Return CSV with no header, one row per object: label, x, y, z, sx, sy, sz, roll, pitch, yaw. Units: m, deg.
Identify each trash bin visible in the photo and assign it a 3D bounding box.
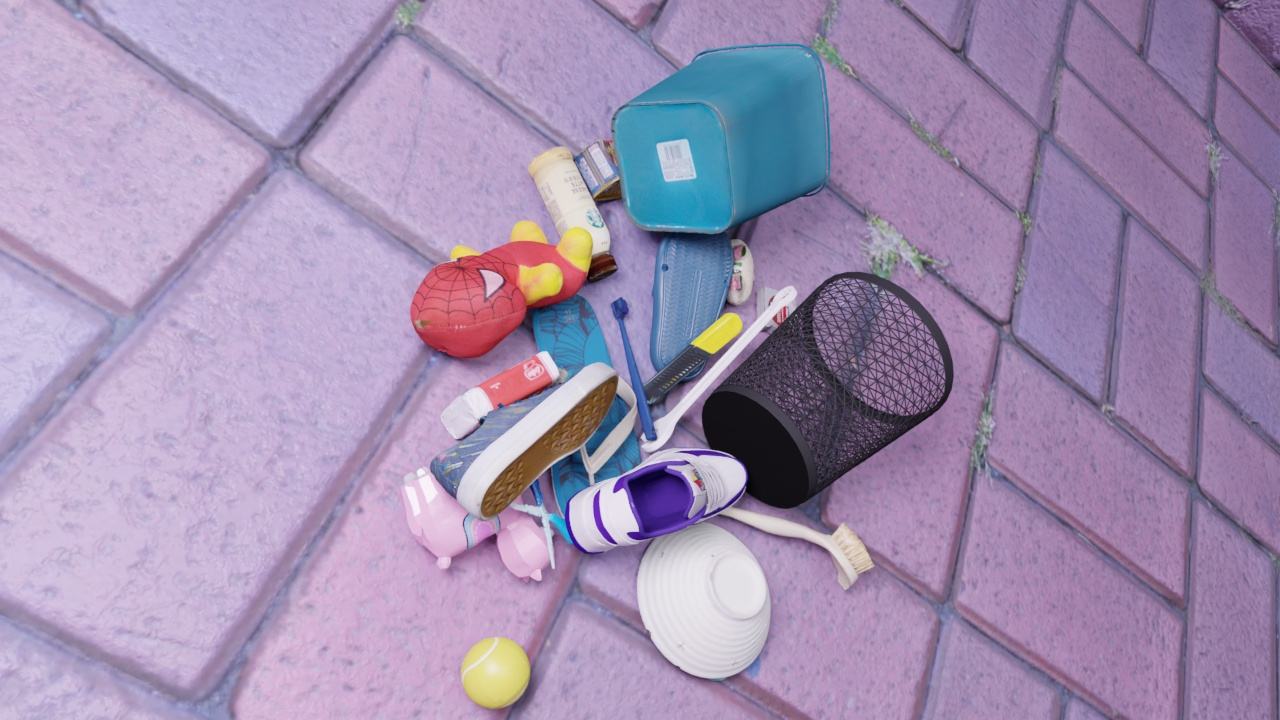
trash bin,0.216,0.044,1.116,0.242,0.217,0.217,-35,91,-30
trash bin,0.093,-0.261,1.108,0.217,0.199,0.197,-38,126,-46

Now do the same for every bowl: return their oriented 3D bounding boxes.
bowl,0.089,0.256,1.017,0.177,0.071,0.177,14,58,-24

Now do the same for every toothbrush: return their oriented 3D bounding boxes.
toothbrush,-0.006,0.006,1.075,0.016,0.017,0.189,8,55,-36

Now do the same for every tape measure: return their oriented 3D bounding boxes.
tape measure,0.184,-0.063,1.242,0.062,0.020,0.060,14,65,-27

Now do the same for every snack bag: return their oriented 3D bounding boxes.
snack bag,-0.146,0.036,0.964,0.115,0.077,0.036,-30,87,-36

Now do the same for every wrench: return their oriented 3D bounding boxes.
wrench,0.095,0.007,1.092,0.273,0.047,0.009,-46,110,-13

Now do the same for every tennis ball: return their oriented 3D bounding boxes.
tennis ball,-0.138,0.297,0.875,0.065,0.065,0.065,12,66,-28

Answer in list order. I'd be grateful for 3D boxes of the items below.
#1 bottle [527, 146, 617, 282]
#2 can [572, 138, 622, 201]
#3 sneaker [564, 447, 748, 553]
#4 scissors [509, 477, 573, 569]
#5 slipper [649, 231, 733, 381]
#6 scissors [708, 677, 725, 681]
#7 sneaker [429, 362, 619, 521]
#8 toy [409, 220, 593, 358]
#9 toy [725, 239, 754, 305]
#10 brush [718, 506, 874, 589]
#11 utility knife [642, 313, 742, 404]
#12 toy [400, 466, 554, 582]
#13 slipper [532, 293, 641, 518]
bottle,-0.078,-0.173,1.101,0.056,0.057,0.162,-22,84,-36
can,-0.034,-0.239,1.144,0.099,0.054,0.059,-23,83,-57
sneaker,0.043,0.136,0.976,0.243,0.111,0.091,-14,81,-40
scissors,-0.099,0.151,0.933,0.127,0.014,0.133,25,43,-58
slipper,0.053,-0.078,1.146,0.103,0.059,0.213,17,78,-24
scissors,0.071,0.304,1.035,0.125,0.011,0.127,11,64,-28
sneaker,-0.109,0.061,0.902,0.079,0.088,0.234,28,41,21
toy,-0.151,-0.076,0.982,0.215,0.148,0.099,-38,122,-38
toy,0.128,-0.115,1.204,0.050,0.112,0.087,-2,92,4
brush,0.167,0.205,1.109,0.272,0.062,0.077,24,88,-17
utility knife,0.055,0.001,1.101,0.173,0.020,0.029,-39,107,-19
toy,-0.158,0.162,0.917,0.123,0.067,0.157,-31,93,-35
slipper,-0.052,0.053,1.029,0.118,0.060,0.294,-3,73,-36
